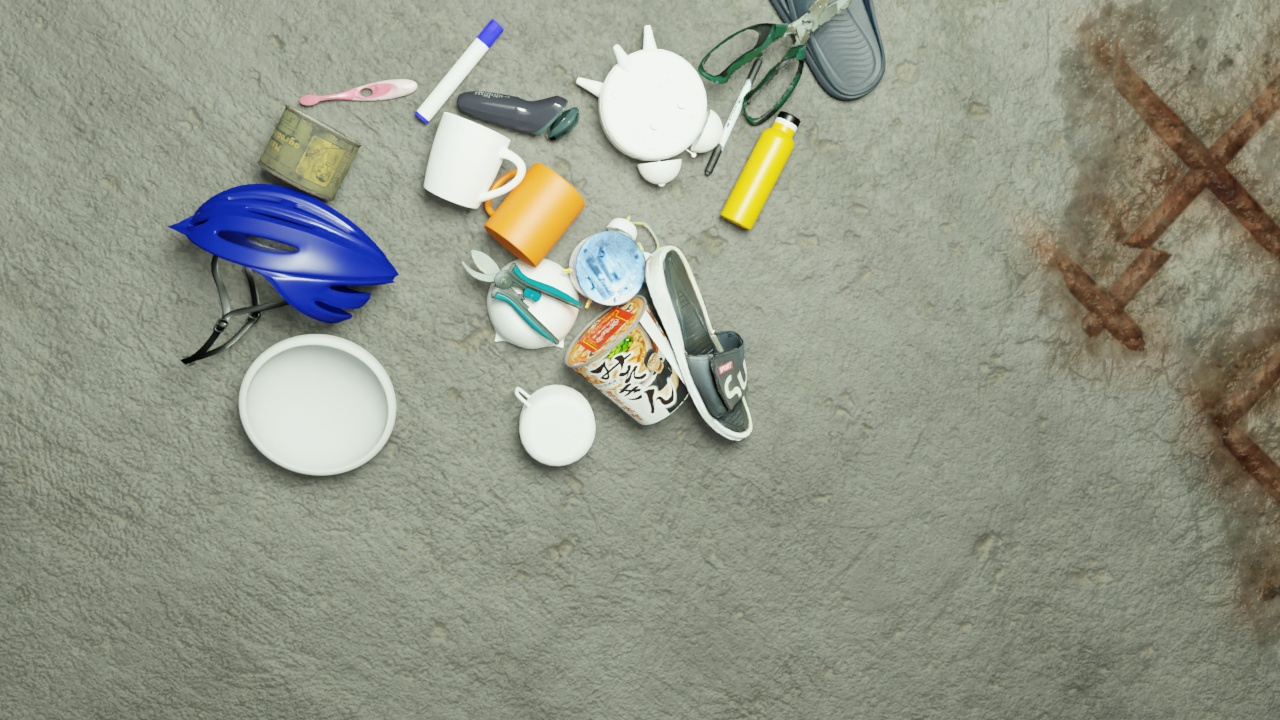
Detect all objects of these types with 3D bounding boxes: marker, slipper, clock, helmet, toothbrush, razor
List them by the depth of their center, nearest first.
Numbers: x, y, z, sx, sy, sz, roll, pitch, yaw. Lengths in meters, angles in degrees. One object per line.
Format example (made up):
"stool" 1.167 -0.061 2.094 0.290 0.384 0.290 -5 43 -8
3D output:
"helmet" -0.414 -0.080 1.031 0.241 0.148 0.228 23 93 -10
"toothbrush" -0.327 -0.310 1.067 0.135 0.016 0.021 -10 103 -7
"slipper" 0.213 -0.432 1.070 0.111 0.083 0.268 -28 104 1
"marker" -0.212 -0.337 1.071 0.020 0.020 0.141 40 94 -12
"clock" 0.016 -0.297 1.078 0.125 0.073 0.161 -37 103 2
"razor" -0.144 -0.294 1.078 0.143 0.047 0.052 11 124 -6
"clock" -0.030 -0.120 1.114 0.125 0.052 0.089 -35 106 -13
"marker" 0.113 -0.296 1.121 0.011 0.011 0.152 23 98 -10
"slipper" 0.087 -0.021 1.122 0.063 0.111 0.264 -20 101 32

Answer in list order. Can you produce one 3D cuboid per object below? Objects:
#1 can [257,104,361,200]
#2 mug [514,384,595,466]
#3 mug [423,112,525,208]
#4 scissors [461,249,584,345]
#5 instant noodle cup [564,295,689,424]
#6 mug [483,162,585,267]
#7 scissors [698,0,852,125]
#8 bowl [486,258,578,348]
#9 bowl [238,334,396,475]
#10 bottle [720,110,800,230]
"can" -0.374 -0.233 1.037 0.090 0.090 0.074 28 96 -11
"mug" -0.112 0.073 1.139 0.115 0.068 0.094 42 94 -12
"mug" -0.189 -0.223 1.060 0.114 0.080 0.088 26 104 9
"scissors" -0.135 -0.076 1.079 0.154 0.019 0.126 -7 100 -3
"instant noodle cup" -0.007 0.007 1.120 0.123 0.123 0.122 -40 112 2
"mug" -0.137 -0.179 1.084 0.112 0.077 0.096 35 84 22
"scissors" 0.180 -0.357 1.072 0.210 0.015 0.137 -29 134 13
"bowl" -0.131 -0.067 1.118 0.114 0.050 0.115 -1 101 -6
"bowl" -0.381 0.046 1.099 0.176 0.066 0.177 -3 111 -8
"bottle" 0.149 -0.233 1.121 0.043 0.043 0.144 26 97 -11
